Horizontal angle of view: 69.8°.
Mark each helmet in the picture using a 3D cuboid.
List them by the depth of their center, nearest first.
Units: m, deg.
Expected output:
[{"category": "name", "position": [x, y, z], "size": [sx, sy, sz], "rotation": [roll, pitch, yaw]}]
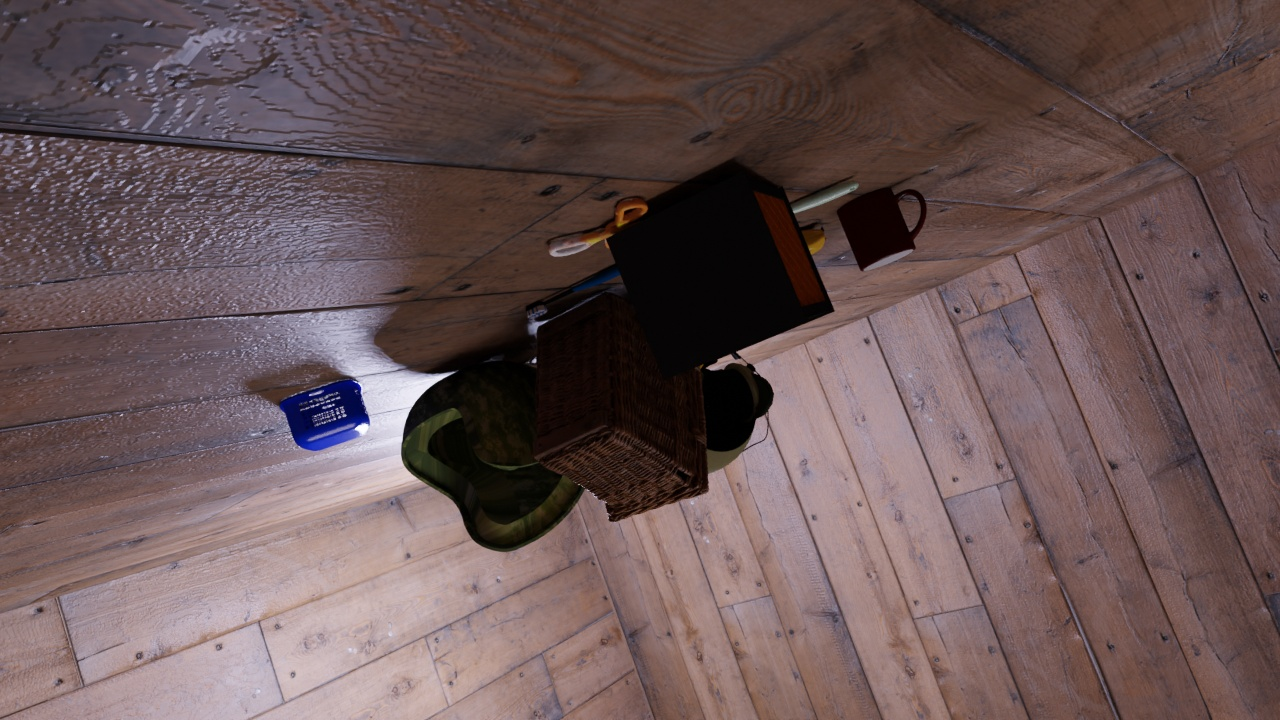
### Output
[{"category": "helmet", "position": [-0.194, 0.111, 1.280], "size": [0.242, 0.247, 0.214], "rotation": [-31, 142, -39]}, {"category": "helmet", "position": [0.079, 0.073, 1.582], "size": [0.249, 0.255, 0.234], "rotation": [-15, 168, -35]}]

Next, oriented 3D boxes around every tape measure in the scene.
[{"category": "tape measure", "position": [0.211, -0.154, 1.217], "size": [0.068, 0.030, 0.059], "rotation": [-18, 173, -4]}]

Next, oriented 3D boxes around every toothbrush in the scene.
[{"category": "toothbrush", "position": [-0.059, -0.085, 1.030], "size": [0.168, 0.014, 0.014], "rotation": [-23, 162, 22]}, {"category": "toothbrush", "position": [0.171, -0.170, 1.034], "size": [0.155, 0.015, 0.022], "rotation": [-22, 144, 12]}]

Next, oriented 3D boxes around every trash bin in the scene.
[{"category": "trash bin", "position": [0.084, -0.081, 0.887], "size": [0.140, 0.139, 0.171], "rotation": [-23, 178, 21]}]

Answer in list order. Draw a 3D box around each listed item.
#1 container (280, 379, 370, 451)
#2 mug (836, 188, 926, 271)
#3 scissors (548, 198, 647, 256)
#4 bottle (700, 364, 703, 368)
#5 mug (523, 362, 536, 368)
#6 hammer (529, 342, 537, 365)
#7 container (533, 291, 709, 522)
[{"category": "container", "position": [-0.379, 0.070, 1.117], "size": [0.096, 0.058, 0.114], "rotation": [-19, 173, -14]}, {"category": "mug", "position": [0.312, -0.171, 1.157], "size": [0.106, 0.082, 0.073], "rotation": [-24, 172, 30]}, {"category": "scissors", "position": [-0.029, -0.120, 0.847], "size": [0.131, 0.011, 0.125], "rotation": [-20, 173, -8]}, {"category": "bottle", "position": [0.056, 0.012, 1.368], "size": [0.043, 0.043, 0.144], "rotation": [-19, 171, -16]}, {"category": "mug", "position": [-0.187, 0.058, 1.437], "size": [0.120, 0.096, 0.100], "rotation": [-22, 164, -27]}, {"category": "hammer", "position": [-0.016, -0.032, 1.366], "size": [0.325, 0.079, 0.177], "rotation": [-12, 170, -24]}, {"category": "container", "position": [-0.034, 0.048, 1.166], "size": [0.163, 0.249, 0.183], "rotation": [-24, 144, 32]}]
